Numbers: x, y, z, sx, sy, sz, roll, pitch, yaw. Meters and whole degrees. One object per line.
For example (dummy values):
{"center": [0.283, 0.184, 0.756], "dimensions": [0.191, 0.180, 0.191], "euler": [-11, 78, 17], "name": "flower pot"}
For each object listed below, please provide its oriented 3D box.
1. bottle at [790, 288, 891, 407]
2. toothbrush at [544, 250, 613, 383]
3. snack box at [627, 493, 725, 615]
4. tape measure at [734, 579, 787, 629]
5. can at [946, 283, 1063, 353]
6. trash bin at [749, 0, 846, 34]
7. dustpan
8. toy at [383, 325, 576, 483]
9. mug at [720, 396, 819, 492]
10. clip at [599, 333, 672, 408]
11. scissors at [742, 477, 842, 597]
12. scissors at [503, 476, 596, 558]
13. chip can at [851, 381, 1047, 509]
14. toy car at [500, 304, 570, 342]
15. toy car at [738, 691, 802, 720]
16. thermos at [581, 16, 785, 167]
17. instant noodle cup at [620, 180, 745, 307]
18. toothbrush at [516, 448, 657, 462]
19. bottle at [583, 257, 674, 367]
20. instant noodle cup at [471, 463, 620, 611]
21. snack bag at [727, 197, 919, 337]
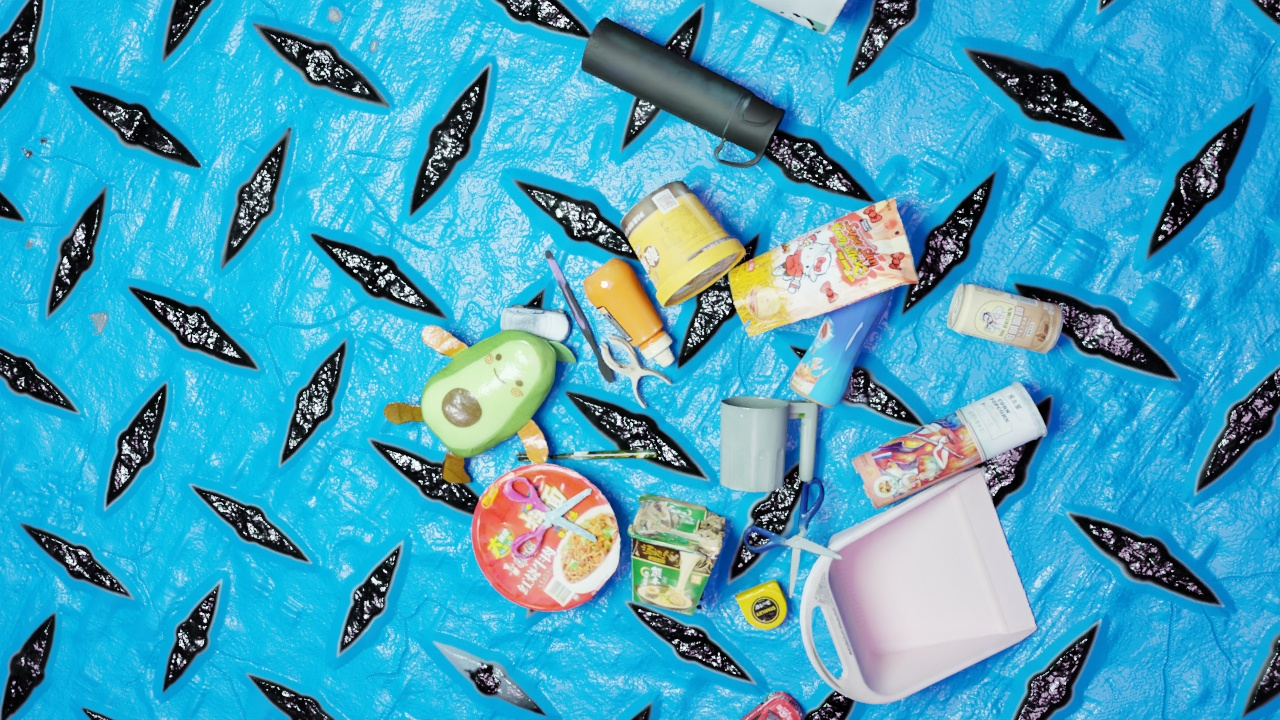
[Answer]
{"center": [0.252, -0.052, 1.091], "dimensions": [0.065, 0.065, 0.219], "euler": [26, 100, 5], "name": "bottle"}
{"center": [-0.078, -0.056, 1.172], "dimensions": [0.014, 0.017, 0.189], "euler": [-26, 89, -1], "name": "toothbrush"}
{"center": [0.038, 0.246, 1.143], "dimensions": [0.117, 0.118, 0.106], "euler": [13, 108, 7], "name": "snack box"}
{"center": [0.158, 0.311, 1.167], "dimensions": [0.060, 0.029, 0.057], "euler": [-26, 91, 11], "name": "tape measure"}
{"center": [0.423, -0.049, 1.067], "dimensions": [0.116, 0.058, 0.058], "euler": [14, 99, 7], "name": "can"}
{"center": [0.138, -0.495, 0.984], "dimensions": [0.252, 0.229, 0.230], "euler": [30, 100, -1], "name": "trash bin"}
{"center": [0.327, 0.283, 1.082], "dimensions": [0.274, 0.138, 0.222], "euler": [-22, 92, 11], "name": "dustpan"}
{"center": [-0.202, 0.048, 1.163], "dimensions": [0.247, 0.089, 0.227], "euler": [-40, 97, 14], "name": "toy"}
{"center": [0.157, 0.101, 1.122], "dimensions": [0.124, 0.083, 0.103], "euler": [0, 98, -11], "name": "mug"}
{"center": [-0.011, 0.010, 1.159], "dimensions": [0.070, 0.034, 0.100], "euler": [-44, 97, 11], "name": "clip"}
{"center": [0.186, 0.210, 1.105], "dimensions": [0.012, 0.176, 0.162], "euler": [44, 62, -24], "name": "scissors"}
{"center": [-0.117, 0.199, 1.140], "dimensions": [0.133, 0.017, 0.134], "euler": [28, 98, 1], "name": "scissors"}
{"center": [0.362, 0.103, 1.090], "dimensions": [0.215, 0.071, 0.071], "euler": [-27, 92, 12], "name": "chip can"}
{"center": [-0.135, -0.047, 1.170], "dimensions": [0.090, 0.034, 0.043], "euler": [8, 94, 7], "name": "toy car"}
{"center": [0.155, 0.478, 1.181], "dimensions": [0.120, 0.045, 0.053], "euler": [-44, 90, 9], "name": "toy car"}
{"center": [0.045, -0.313, 1.090], "dimensions": [0.242, 0.068, 0.090], "euler": [29, 95, 5], "name": "thermos"}
{"center": [0.045, -0.141, 1.092], "dimensions": [0.118, 0.118, 0.114], "euler": [-35, 83, 11], "name": "instant noodle cup"}
{"center": [-0.071, 0.122, 1.187], "dimensions": [0.186, 0.017, 0.012], "euler": [-3, 59, 9], "name": "toothbrush"}
{"center": [-0.007, -0.054, 1.137], "dimensions": [0.067, 0.066, 0.149], "euler": [-35, 97, 11], "name": "bottle"}
{"center": [-0.116, 0.222, 1.182], "dimensions": [0.194, 0.065, 0.194], "euler": [1, 96, 9], "name": "instant noodle cup"}
{"center": [0.210, -0.105, 1.067], "dimensions": [0.208, 0.073, 0.128], "euler": [-22, 50, 24], "name": "snack bag"}
